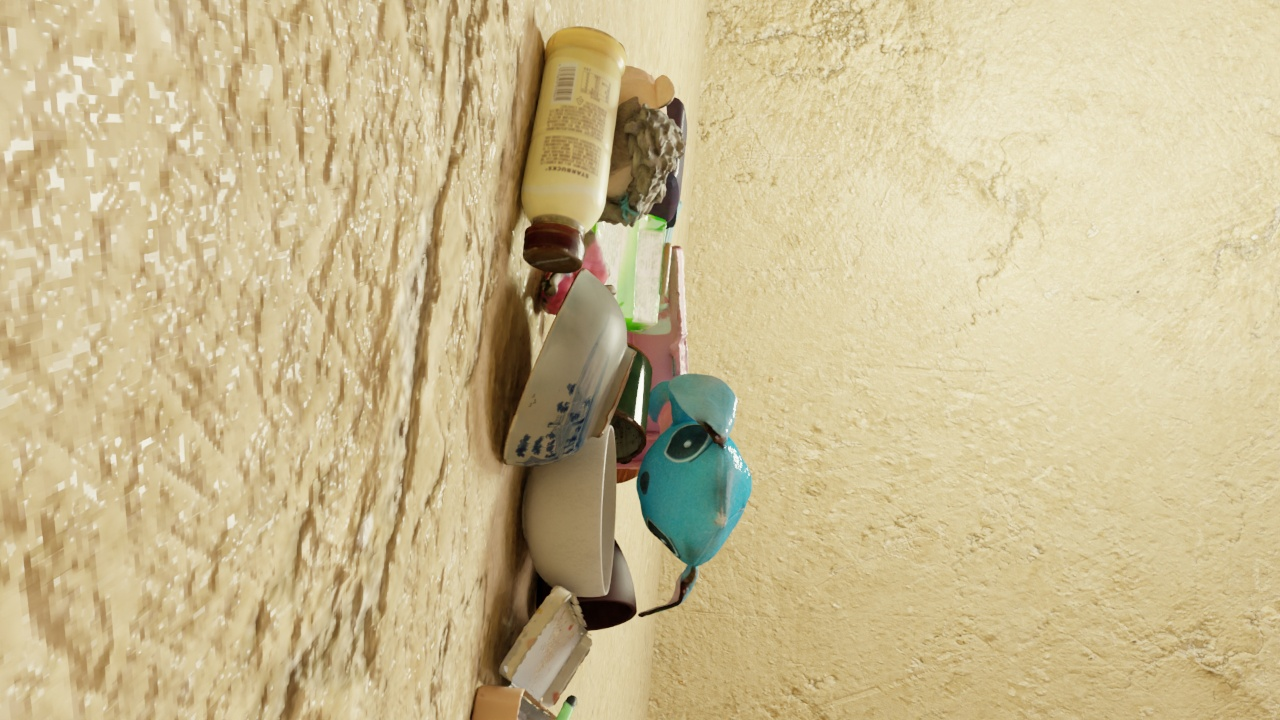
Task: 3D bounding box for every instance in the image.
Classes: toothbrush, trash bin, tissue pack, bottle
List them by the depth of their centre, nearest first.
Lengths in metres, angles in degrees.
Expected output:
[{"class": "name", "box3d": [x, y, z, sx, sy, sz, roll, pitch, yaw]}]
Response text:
[{"class": "bottle", "box3d": [-0.047, -0.139, 0.613, 0.056, 0.056, 0.162, 78, 19, -73]}, {"class": "toothbrush", "box3d": [-0.072, 0.283, 0.618, 0.187, 0.014, 0.017, -52, 159, -68]}, {"class": "tissue pack", "box3d": [-0.019, -0.083, 0.843, 0.099, 0.034, 0.114, 4, 92, -44]}, {"class": "trash bin", "box3d": [-0.005, -0.186, 0.870, 0.161, 0.092, 0.093, 86, 10, -83]}]

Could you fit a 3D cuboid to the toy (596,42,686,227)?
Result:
[{"class": "toy", "box3d": [-0.019, -0.174, 0.700, 0.076, 0.133, 0.175, 18, 51, -40]}]

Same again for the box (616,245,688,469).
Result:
[{"class": "box", "box3d": [-0.008, 0.006, 0.911, 0.115, 0.099, 0.233, -35, 124, -73]}]

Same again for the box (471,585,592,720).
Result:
[{"class": "box", "box3d": [-0.080, 0.265, 0.709, 0.156, 0.063, 0.217, -60, 165, -22]}]

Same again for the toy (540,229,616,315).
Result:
[{"class": "toy", "box3d": [-0.054, -0.055, 0.714, 0.065, 0.050, 0.102, -46, 152, -19]}]

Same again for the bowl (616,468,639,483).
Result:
[{"class": "bowl", "box3d": [-0.001, 0.080, 1.123, 0.147, 0.069, 0.147, -175, -88, -83]}]

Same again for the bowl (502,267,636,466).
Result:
[{"class": "bowl", "box3d": [-0.040, 0.014, 0.636, 0.150, 0.057, 0.150, 42, 70, -89]}]

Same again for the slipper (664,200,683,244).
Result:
[{"class": "slipper", "box3d": [0.013, -0.179, 1.010, 0.116, 0.069, 0.276, 10, 79, -82]}]

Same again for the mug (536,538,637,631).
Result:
[{"class": "mug", "box3d": [-0.046, 0.191, 0.826, 0.114, 0.087, 0.088, 58, 21, -54]}]

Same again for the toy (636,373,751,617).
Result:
[{"class": "toy", "box3d": [0.040, 0.113, 0.828, 0.191, 0.099, 0.224, -114, -150, -75]}]

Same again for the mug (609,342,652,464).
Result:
[{"class": "mug", "box3d": [-0.028, 0.041, 0.803, 0.111, 0.085, 0.081, 58, 30, -45]}]

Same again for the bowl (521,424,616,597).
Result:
[{"class": "bowl", "box3d": [-0.056, 0.115, 0.715, 0.132, 0.064, 0.132, 4, 87, -87]}]
